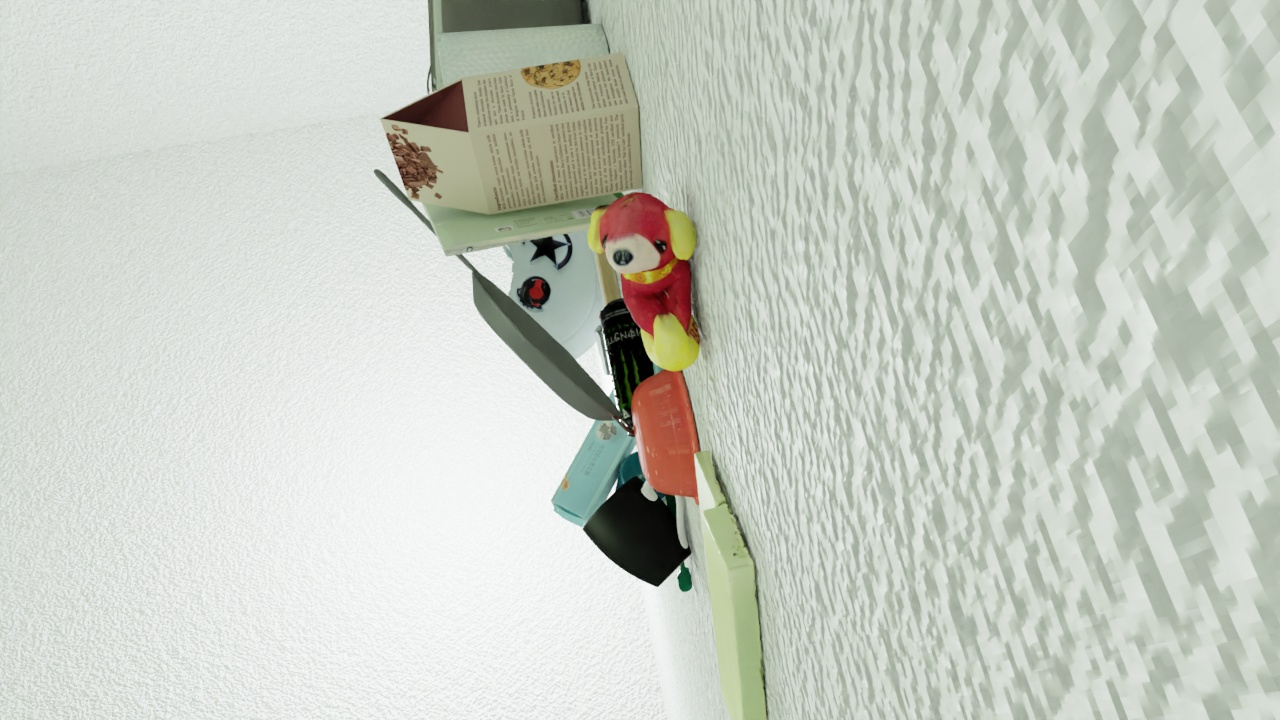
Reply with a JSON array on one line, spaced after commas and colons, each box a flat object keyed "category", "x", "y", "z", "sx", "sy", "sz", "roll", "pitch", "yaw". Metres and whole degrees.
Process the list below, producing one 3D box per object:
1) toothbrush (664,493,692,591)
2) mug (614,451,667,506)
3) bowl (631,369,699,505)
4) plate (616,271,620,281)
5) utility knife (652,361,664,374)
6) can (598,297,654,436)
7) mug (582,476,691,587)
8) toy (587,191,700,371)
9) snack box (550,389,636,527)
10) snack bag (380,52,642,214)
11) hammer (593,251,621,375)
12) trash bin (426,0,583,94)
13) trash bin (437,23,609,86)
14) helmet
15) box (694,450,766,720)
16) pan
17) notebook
[{"category": "toothbrush", "x": 0.038, "y": 0.169, "z": 1.013, "sx": 0.017, "sy": 0.016, "sz": 0.190, "roll": -100, "pitch": 1, "yaw": -73}, {"category": "mug", "x": 0.003, "y": 0.162, "z": 1.096, "sx": 0.122, "sy": 0.078, "sz": 0.078, "roll": 95, "pitch": 165, "yaw": -55}, {"category": "bowl", "x": 0.020, "y": 0.066, "z": 0.806, "sx": 0.130, "sy": 0.045, "sz": 0.130, "roll": 168, "pitch": 92, "yaw": -86}, {"category": "plate", "x": -0.037, "y": -0.143, "z": 1.174, "sx": 0.104, "sy": 0.026, "sz": 0.104, "roll": 168, "pitch": 92, "yaw": -86}, {"category": "utility knife", "x": 0.011, "y": -0.055, "z": 0.872, "sx": 0.022, "sy": 0.015, "sz": 0.177, "roll": -164, "pitch": 67, "yaw": -84}, {"category": "can", "x": -0.006, "y": 0.005, "z": 0.928, "sx": 0.054, "sy": 0.054, "sz": 0.137, "roll": 94, "pitch": 165, "yaw": -74}, {"category": "mug", "x": 0.011, "y": 0.176, "z": 0.972, "sx": 0.100, "sy": 0.119, "sz": 0.084, "roll": 44, "pitch": -152, "yaw": 11}, {"category": "toy", "x": 0.010, "y": -0.057, "z": 0.608, "sx": 0.137, "sy": 0.067, "sz": 0.105, "roll": 66, "pitch": -170, "yaw": -49}, {"category": "snack box", "x": -0.043, "y": 0.112, "z": 1.093, "sx": 0.174, "sy": 0.053, "sz": 0.075, "roll": -62, "pitch": -7, "yaw": -17}, {"category": "snack bag", "x": -0.108, "y": -0.188, "z": 0.788, "sx": 0.094, "sy": 0.206, "sz": 0.069, "roll": 86, "pitch": 173, "yaw": -57}, {"category": "hammer", "x": -0.046, "y": -0.139, "z": 1.066, "sx": 0.117, "sy": 0.051, "sz": 0.323, "roll": -131, "pitch": 30, "yaw": -72}, {"category": "trash bin", "x": -0.157, "y": -0.435, "z": 1.048, "sx": 0.197, "sy": 0.197, "sz": 0.220, "roll": -104, "pitch": 11, "yaw": -54}, {"category": "trash bin", "x": -0.111, "y": -0.274, "z": 0.930, "sx": 0.133, "sy": 0.161, "sz": 0.133, "roll": 168, "pitch": 92, "yaw": -86}, {"category": "helmet", "x": -0.120, "y": -0.122, "z": 1.401, "sx": 0.236, "sy": 0.163, "sz": 0.264, "roll": 82, "pitch": 171, "yaw": -83}, {"category": "box", "x": 0.064, "y": 0.177, "z": 0.673, "sx": 0.137, "sy": 0.024, "sz": 0.187, "roll": -102, "pitch": 4, "yaw": -59}, {"category": "pan", "x": -0.136, "y": -0.051, "z": 0.866, "sx": 0.354, "sy": 0.024, "sz": 0.216, "roll": 46, "pitch": -178, "yaw": 5}, {"category": "notebook", "x": -0.119, "y": -0.162, "z": 0.887, "sx": 0.252, "sy": 0.181, "sz": 0.010, "roll": -128, "pitch": 29, "yaw": -57}]
